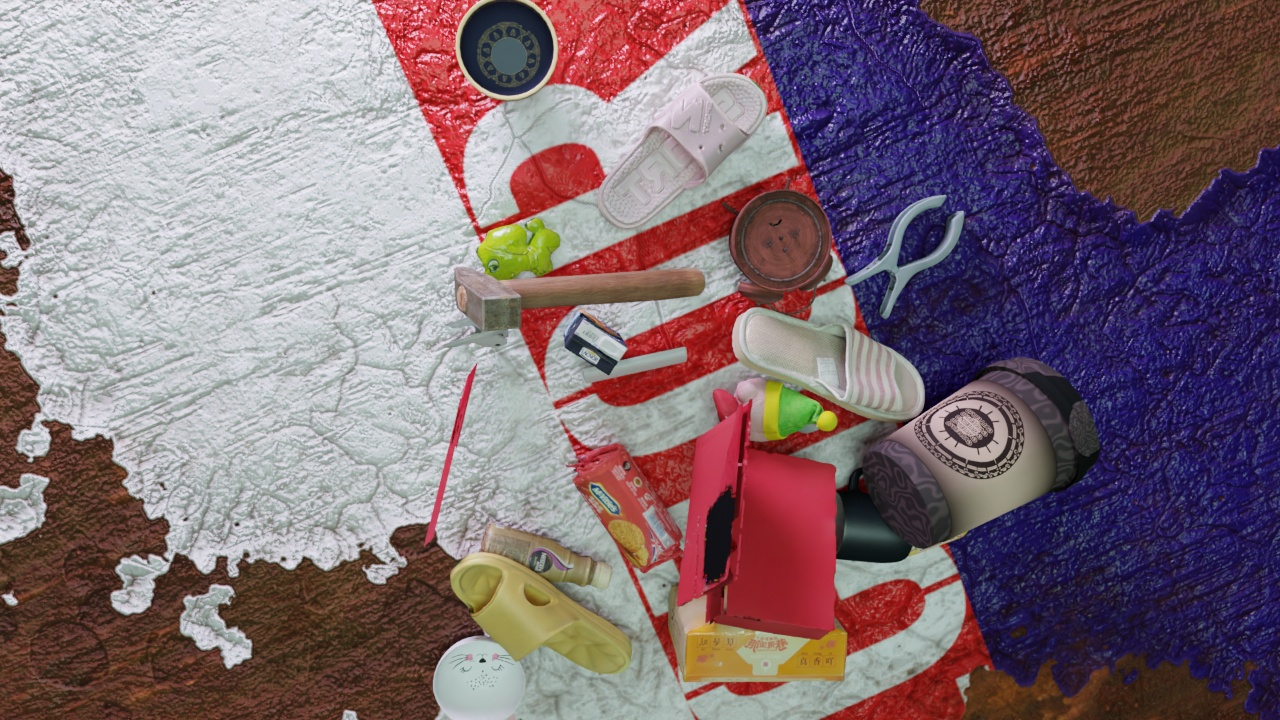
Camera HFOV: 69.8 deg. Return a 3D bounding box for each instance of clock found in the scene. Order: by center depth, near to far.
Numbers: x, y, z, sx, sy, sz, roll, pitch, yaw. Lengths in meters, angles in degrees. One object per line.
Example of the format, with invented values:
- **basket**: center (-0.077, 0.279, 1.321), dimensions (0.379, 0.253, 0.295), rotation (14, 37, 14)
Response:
- **clock**: center (0.167, -0.130, 1.103), dimensions (0.120, 0.072, 0.158), rotation (-20, 99, -2)

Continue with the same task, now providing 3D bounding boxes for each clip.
- **clip**: center (-0.185, -0.030, 1.091), dimensions (0.102, 0.056, 0.056), rotation (-14, 116, 30)
- **clip**: center (0.319, -0.146, 1.139), dimensions (0.112, 0.028, 0.163), rotation (39, 93, -8)

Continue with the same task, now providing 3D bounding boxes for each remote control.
- **remote control**: center (-0.007, 0.007, 1.127), dimensions (0.131, 0.033, 0.012), rotation (-12, 70, -3)

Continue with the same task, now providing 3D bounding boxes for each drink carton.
- **drink carton**: center (-0.055, -0.024, 1.069), dimensions (0.064, 0.130, 0.040), rotation (32, 95, -9)

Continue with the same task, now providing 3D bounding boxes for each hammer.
- **hammer**: center (-0.062, -0.083, 1.057), dimensions (0.300, 0.158, 0.037), rotation (-6, 109, -26)

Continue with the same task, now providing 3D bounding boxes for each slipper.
- **slipper**: center (0.047, -0.248, 1.078), dimensions (0.239, 0.064, 0.094), rotation (-42, 100, 4)
- **slipper**: center (0.236, 0.003, 1.108), dimensions (0.263, 0.052, 0.114), rotation (19, 60, -14)
- **slipper**: center (-0.125, 0.330, 1.121), dimensions (0.263, 0.078, 0.100), rotation (34, 130, -19)

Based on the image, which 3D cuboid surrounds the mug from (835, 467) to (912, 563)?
- **mug**: center (0.289, 0.195, 1.168), dimensions (0.094, 0.085, 0.121), rotation (7, 69, -7)

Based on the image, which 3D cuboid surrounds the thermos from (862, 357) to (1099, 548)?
- **thermos**: center (0.396, 0.115, 1.094), dimensions (0.226, 0.173, 0.173), rotation (-25, 101, -14)

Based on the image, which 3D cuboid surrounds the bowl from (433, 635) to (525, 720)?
- **bowl**: center (-0.202, 0.397, 1.162), dimensions (0.114, 0.050, 0.115), rotation (-1, 99, -5)

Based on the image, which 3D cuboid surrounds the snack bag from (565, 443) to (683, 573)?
- **snack bag**: center (-0.014, 0.180, 1.136), dimensions (0.082, 0.082, 0.176), rotation (-33, 101, 0)

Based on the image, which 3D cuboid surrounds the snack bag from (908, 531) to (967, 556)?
- **snack bag**: center (0.383, 0.233, 1.207), dimensions (0.099, 0.020, 0.026), rotation (-19, 101, -2)

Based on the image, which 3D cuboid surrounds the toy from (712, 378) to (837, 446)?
- **toy**: center (0.165, 0.072, 1.116), dimensions (0.131, 0.096, 0.124), rotation (-19, 136, 3)

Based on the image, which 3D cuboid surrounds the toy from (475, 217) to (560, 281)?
- **toy**: center (-0.146, -0.128, 1.093), dimensions (0.093, 0.036, 0.094), rotation (19, 98, -16)

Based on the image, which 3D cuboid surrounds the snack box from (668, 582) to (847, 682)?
- **snack box**: center (0.140, 0.328, 1.135), dimensions (0.195, 0.145, 0.081), rotation (1, 99, -6)

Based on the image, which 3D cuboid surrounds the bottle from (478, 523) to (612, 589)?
- **bottle**: center (-0.118, 0.250, 1.143), dimensions (0.166, 0.059, 0.060), rotation (16, 97, -8)

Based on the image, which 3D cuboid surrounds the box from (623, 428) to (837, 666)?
- **box**: center (0.113, 0.264, 1.171), dimensions (0.197, 0.352, 0.216), rotation (12, 57, -7)

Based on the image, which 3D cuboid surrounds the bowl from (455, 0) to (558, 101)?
- **bowl**: center (-0.150, -0.350, 1.043), dimensions (0.112, 0.061, 0.112), rotation (-1, 99, -5)
